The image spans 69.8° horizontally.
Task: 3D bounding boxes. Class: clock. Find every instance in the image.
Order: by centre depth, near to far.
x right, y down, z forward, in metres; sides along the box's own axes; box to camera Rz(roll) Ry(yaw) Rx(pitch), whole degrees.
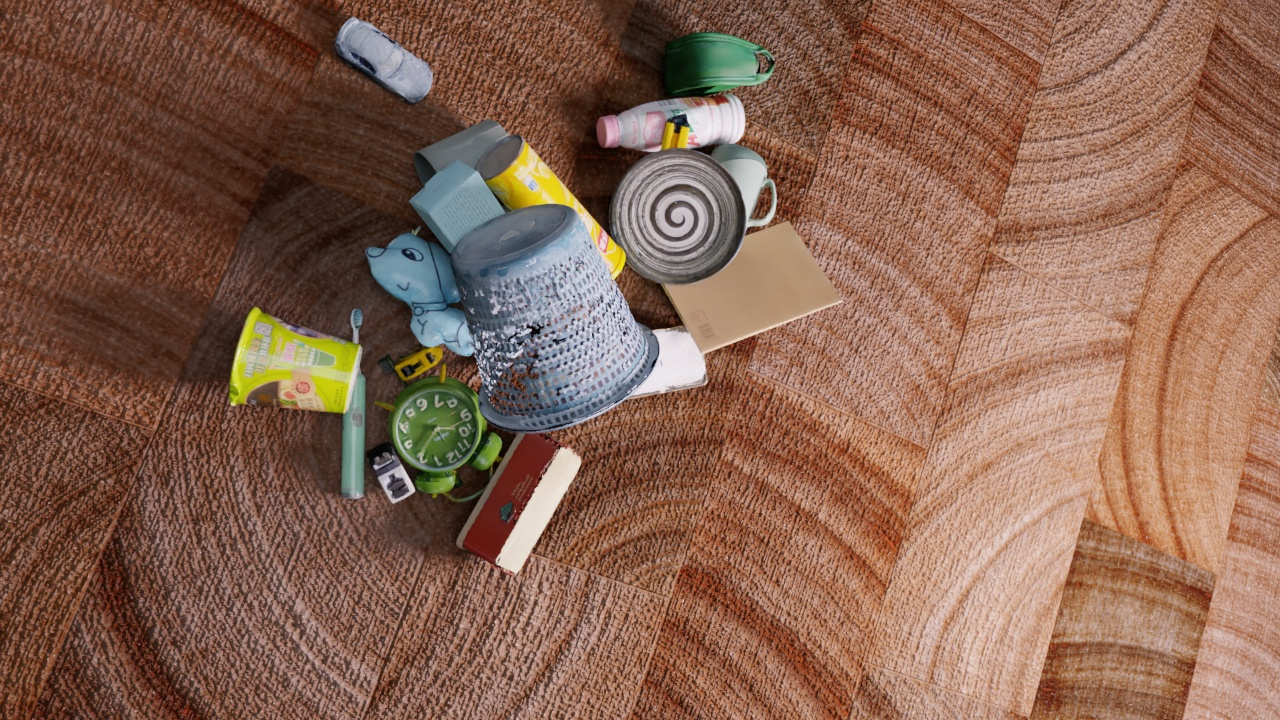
[{"bbox_3d":[-0.233,0.093,1.092,0.116,0.056,0.161,-30,100,-6],"label":"clock"}]

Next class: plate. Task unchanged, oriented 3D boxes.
[{"bbox_3d":[0.048,-0.185,1.190,0.179,0.024,0.180,3,110,7],"label":"plate"}]

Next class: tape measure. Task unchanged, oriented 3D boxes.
[{"bbox_3d":[-0.293,0.133,1.079,0.033,0.066,0.066,-28,104,-14],"label":"tape measure"},{"bbox_3d":[-0.267,-0.001,1.097,0.057,0.060,0.029,-30,102,5],"label":"tape measure"}]

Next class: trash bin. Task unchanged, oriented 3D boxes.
[{"bbox_3d":[-0.111,-0.062,1.041,0.226,0.227,0.195,-31,121,-19],"label":"trash bin"}]

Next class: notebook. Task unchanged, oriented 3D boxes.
[{"bbox_3d":[0.142,-0.101,1.228,0.211,0.012,0.149,-20,61,-14],"label":"notebook"}]

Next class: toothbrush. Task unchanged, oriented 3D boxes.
[{"bbox_3d":[-0.338,0.051,1.085,0.026,0.027,0.224,2,87,-39],"label":"toothbrush"},{"bbox_3d":[-0.268,0.077,1.120,0.017,0.012,0.186,-30,99,-14],"label":"toothbrush"}]

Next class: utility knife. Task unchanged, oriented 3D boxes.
[{"bbox_3d":[0.029,-0.218,1.206,0.033,0.015,0.215,12,107,-7],"label":"utility knife"}]

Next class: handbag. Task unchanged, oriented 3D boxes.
[{"bbox_3d":[0.098,-0.390,1.214,0.120,0.131,0.068,-8,101,-26],"label":"handbag"}]

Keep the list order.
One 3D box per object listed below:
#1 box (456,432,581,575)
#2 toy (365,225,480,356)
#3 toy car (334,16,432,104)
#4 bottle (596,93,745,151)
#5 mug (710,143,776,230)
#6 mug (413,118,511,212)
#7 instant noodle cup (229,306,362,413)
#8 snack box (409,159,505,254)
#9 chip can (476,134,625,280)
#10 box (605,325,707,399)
[{"bbox_3d":[-0.138,0.174,1.115,0.077,0.091,0.168,25,77,22],"label":"box"},{"bbox_3d":[-0.253,-0.086,1.100,0.161,0.050,0.156,13,59,-32],"label":"toy"},{"bbox_3d":[-0.308,-0.361,1.105,0.120,0.037,0.054,33,77,-21],"label":"toy car"},{"bbox_3d":[0.039,-0.312,1.221,0.196,0.068,0.068,-12,93,-20],"label":"bottle"},{"bbox_3d":[0.132,-0.226,1.237,0.112,0.082,0.106,19,79,17],"label":"mug"},{"bbox_3d":[-0.202,-0.219,1.121,0.103,0.084,0.124,-33,113,-21],"label":"mug"},{"bbox_3d":[-0.377,0.008,1.018,0.123,0.112,0.111,13,84,-14],"label":"instant noodle cup"},{"bbox_3d":[-0.192,-0.148,1.087,0.074,0.052,0.175,-46,140,-12],"label":"snack box"},{"bbox_3d":[-0.104,-0.176,1.116,0.072,0.072,0.213,-55,131,-14],"label":"chip can"},{"bbox_3d":[-0.007,0.007,1.199,0.184,0.061,0.090,-7,90,-19],"label":"box"}]
